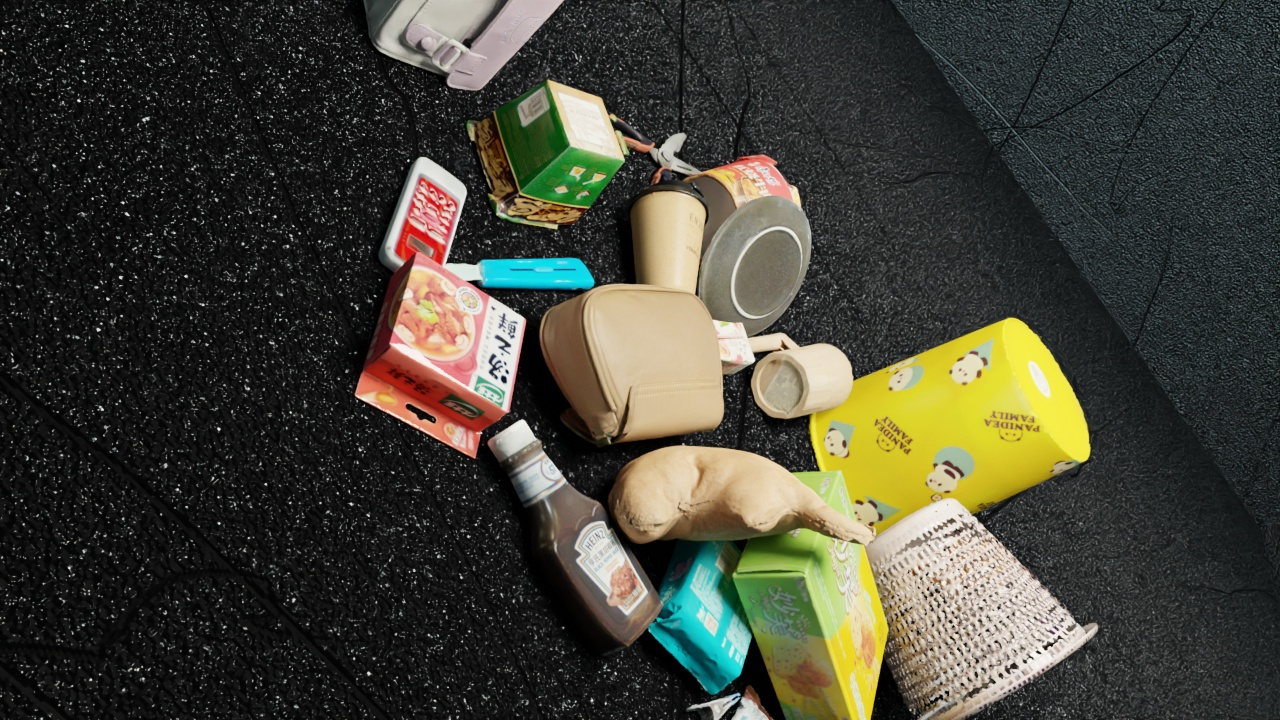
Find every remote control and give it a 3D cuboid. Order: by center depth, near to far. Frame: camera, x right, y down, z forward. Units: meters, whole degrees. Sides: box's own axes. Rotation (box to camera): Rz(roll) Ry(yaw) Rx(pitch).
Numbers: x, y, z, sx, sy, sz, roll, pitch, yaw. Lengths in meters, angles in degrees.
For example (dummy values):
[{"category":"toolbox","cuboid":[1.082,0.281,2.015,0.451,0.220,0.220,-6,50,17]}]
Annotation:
[{"category":"remote control","cuboid":[-0.188,-0.122,0.802,0.056,0.020,0.135,34,42,-29]}]

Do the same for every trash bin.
[{"category":"trash bin","cuboid":[0.334,0.266,0.994,0.227,0.228,0.192,-2,53,-51]},{"category":"trash bin","cuboid":[0.378,0.086,1.122,0.229,0.256,0.229,29,45,-34]}]

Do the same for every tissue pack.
[{"category":"tissue pack","cuboid":[0.059,0.218,0.817,0.093,0.050,0.133,51,36,-15]}]

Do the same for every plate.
[{"category":"plate","cuboid":[0.141,-0.104,1.070,0.179,0.179,0.024,13,14,-45]}]

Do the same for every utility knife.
[{"category":"utility knife","cuboid":[-0.114,-0.081,0.863,0.186,0.018,0.034,-7,70,-51]}]

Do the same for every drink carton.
[{"category":"drink carton","cuboid":[0.072,-0.016,1.013,0.122,0.046,0.053,4,63,-49]}]

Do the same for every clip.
[{"category":"clip","cuboid":[0.063,0.300,0.784,0.056,0.024,0.026,-7,67,-48]}]

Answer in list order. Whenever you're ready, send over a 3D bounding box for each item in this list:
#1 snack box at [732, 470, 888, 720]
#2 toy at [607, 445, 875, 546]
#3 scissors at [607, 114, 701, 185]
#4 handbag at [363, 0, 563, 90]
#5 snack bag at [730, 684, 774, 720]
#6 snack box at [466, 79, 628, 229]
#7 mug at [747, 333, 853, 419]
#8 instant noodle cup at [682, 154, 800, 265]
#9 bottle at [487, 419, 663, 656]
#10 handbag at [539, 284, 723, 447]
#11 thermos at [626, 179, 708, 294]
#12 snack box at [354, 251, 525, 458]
[{"category":"snack box","cuboid":[0.167,0.231,0.863,0.157,0.070,0.210,-53,128,-53]},{"category":"toy","cuboid":[0.085,0.120,0.795,0.143,0.226,0.082,-71,160,-70]},{"category":"scissors","cuboid":[0.018,-0.254,1.155,0.189,0.015,0.226,40,38,-23]},{"category":"handbag","cuboid":[-0.151,-0.360,0.874,0.144,0.198,0.098,10,54,-46]},{"category":"snack bag","cuboid":[0.087,0.324,0.791,0.045,0.026,0.105,53,34,8]},{"category":"snack box","cuboid":[-0.088,-0.211,0.915,0.117,0.106,0.118,0,63,-49]},{"category":"mug","cuboid":[0.180,0.012,1.104,0.124,0.084,0.103,45,30,26]},{"category":"instant noodle cup","cuboid":[0.107,-0.173,1.109,0.108,0.138,0.138,-17,78,-44]},{"category":"bottle","cuboid":[-0.058,0.138,0.743,0.195,0.044,0.079,57,34,1]},{"category":"handbag","cuboid":[-0.005,0.005,0.866,0.204,0.100,0.147,-1,73,-51]},{"category":"thermos","cuboid":[0.030,-0.123,1.011,0.093,0.093,0.143,26,53,-37]},{"category":"snack box","cuboid":[-0.155,-0.005,0.732,0.113,0.044,0.126,33,42,-31]}]
